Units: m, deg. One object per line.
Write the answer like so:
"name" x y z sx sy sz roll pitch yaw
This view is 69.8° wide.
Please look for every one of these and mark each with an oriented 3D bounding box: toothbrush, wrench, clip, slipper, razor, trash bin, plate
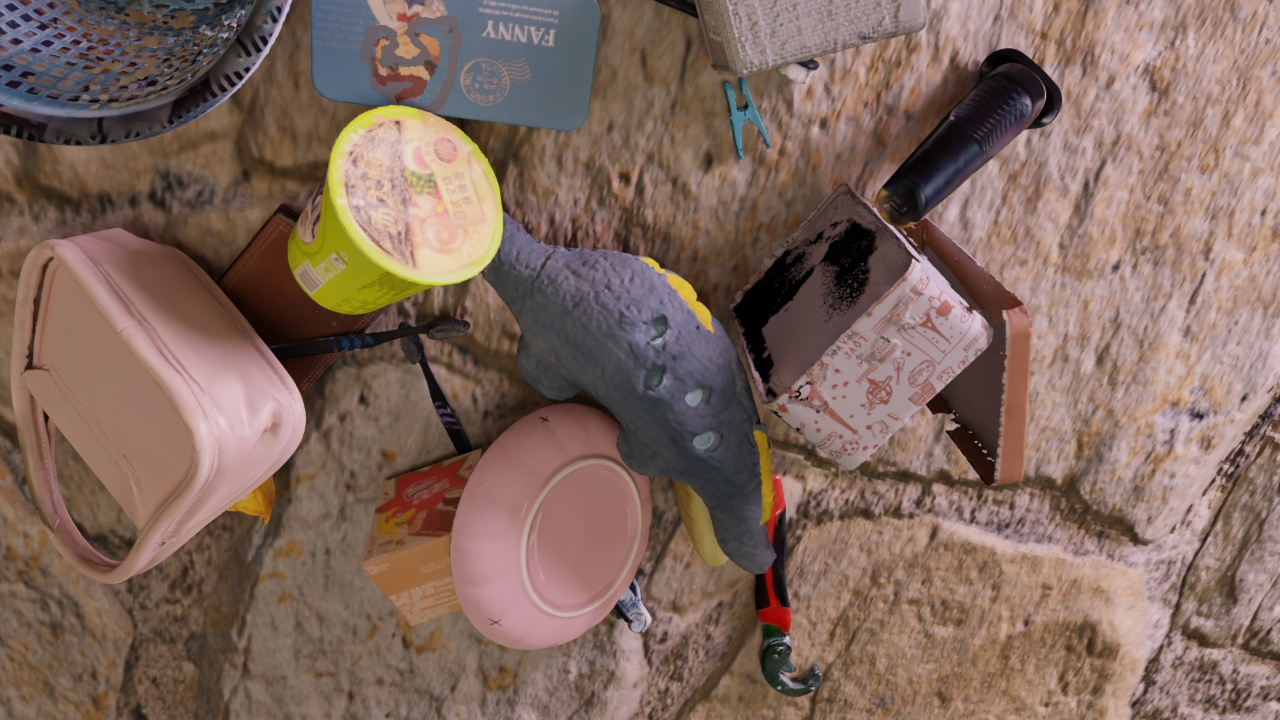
"toothbrush" -0.216 -0.011 0.656 0.189 0.016 0.014 -8 120 -10
"wrench" 0.126 0.214 0.843 0.056 0.016 0.274 -12 119 1
"toothbrush" 0.036 -0.222 0.594 0.181 0.015 0.018 20 124 -17
"toothbrush" -0.151 0.051 0.726 0.014 0.016 0.189 -15 121 6
"clip" 0.071 -0.167 0.629 0.040 0.014 0.056 -21 118 5
"slipper" 0.066 0.075 0.721 0.081 0.091 0.191 -10 116 -3
"razor" 0.209 -0.141 0.596 0.062 0.068 0.167 46 65 4
"trash bin" -0.263 -0.243 0.449 0.226 0.194 0.227 -3 119 -5
"plate" -0.054 0.130 0.698 0.192 0.039 0.192 -10 104 -44

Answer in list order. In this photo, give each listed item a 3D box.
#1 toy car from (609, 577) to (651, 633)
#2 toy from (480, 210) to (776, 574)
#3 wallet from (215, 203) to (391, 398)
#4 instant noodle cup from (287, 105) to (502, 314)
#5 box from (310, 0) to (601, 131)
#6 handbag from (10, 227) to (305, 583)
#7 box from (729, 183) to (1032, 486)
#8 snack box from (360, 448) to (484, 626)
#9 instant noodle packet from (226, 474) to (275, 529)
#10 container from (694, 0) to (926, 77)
"toy car" -0.020 0.203 0.809 0.034 0.043 0.090 -42 115 -21
"toy" -0.004 0.004 0.617 0.356 0.091 0.138 47 142 -5
"wallet" -0.249 -0.038 0.658 0.125 0.032 0.101 -42 117 17
"instant noodle cup" -0.165 -0.084 0.584 0.111 0.111 0.124 40 145 -23
"box" -0.107 -0.198 0.567 0.184 0.061 0.090 4 119 -6
"handbag" -0.349 0.051 0.616 0.193 0.093 0.235 45 112 14
"box" 0.184 -0.010 0.635 0.178 0.182 0.153 38 110 -19
"snack box" -0.153 0.138 0.722 0.093 0.094 0.077 -20 123 10
"instant noodle packet" -0.321 0.058 0.684 0.111 0.044 0.129 14 118 16
"container" 0.093 -0.224 0.547 0.114 0.090 0.090 -18 109 1
